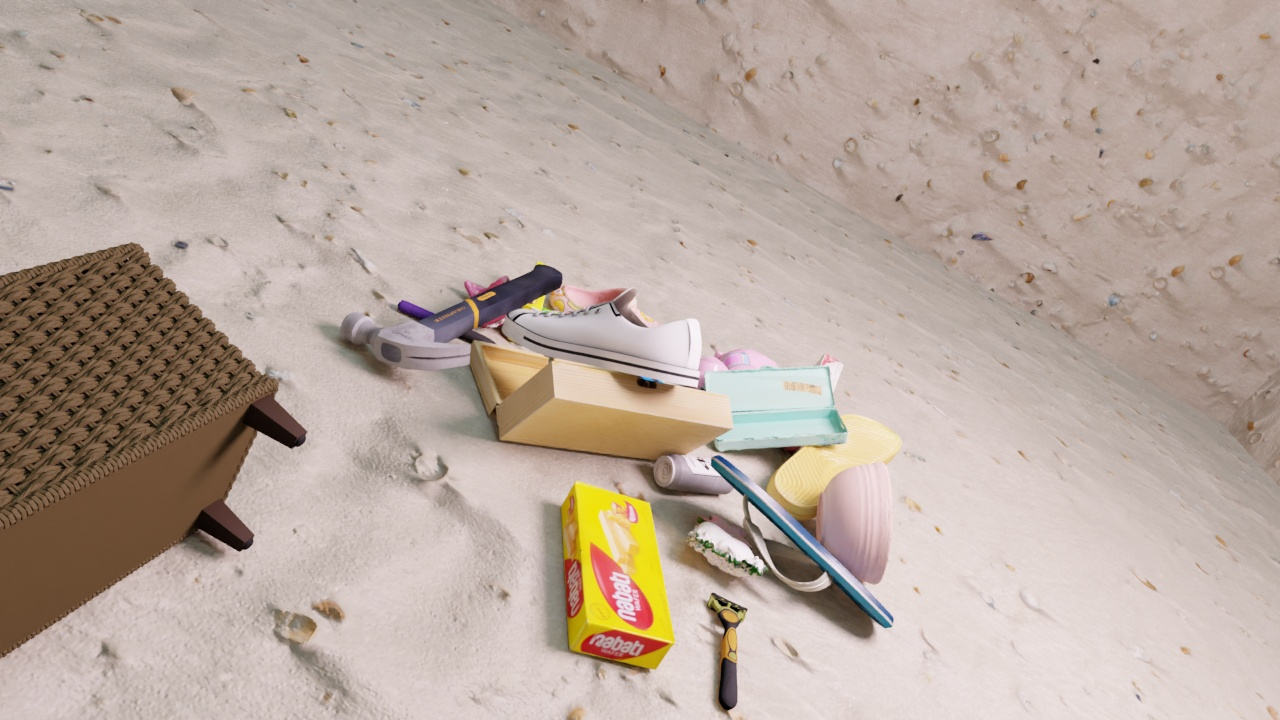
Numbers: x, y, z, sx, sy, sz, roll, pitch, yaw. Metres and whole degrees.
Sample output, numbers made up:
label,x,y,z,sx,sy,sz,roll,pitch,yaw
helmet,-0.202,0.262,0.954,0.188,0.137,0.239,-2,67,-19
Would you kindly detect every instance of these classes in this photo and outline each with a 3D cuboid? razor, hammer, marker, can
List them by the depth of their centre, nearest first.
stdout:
label,x,y,z,sx,sy,sz,roll,pitch,yaw
razor,0.088,0.291,0.921,0.044,0.021,0.143,27,28,-9
hammer,-0.202,-0.065,1.126,0.139,0.035,0.311,22,31,22
can,0.070,0.141,1.137,0.106,0.044,0.044,11,32,-36
marker,-0.244,-0.044,1.162,0.134,0.015,0.018,25,-1,-14

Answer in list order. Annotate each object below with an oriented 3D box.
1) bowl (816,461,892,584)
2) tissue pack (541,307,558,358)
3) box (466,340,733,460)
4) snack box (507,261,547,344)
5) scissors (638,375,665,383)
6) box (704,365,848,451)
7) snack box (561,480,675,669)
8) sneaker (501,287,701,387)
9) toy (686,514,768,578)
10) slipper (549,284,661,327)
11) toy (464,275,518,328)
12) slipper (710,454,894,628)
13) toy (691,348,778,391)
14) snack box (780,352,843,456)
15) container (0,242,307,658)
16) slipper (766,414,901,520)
label,x,y,z,sx,sy,sz,roll,pitch,yaw
bowl,0.262,0.200,1.149,0.076,0.153,0.152,5,27,4
tissue pack,-0.086,-0.026,1.269,0.099,0.034,0.114,13,26,-34
box,-0.057,0.053,1.108,0.247,0.119,0.253,13,6,-34
snack box,-0.152,-0.081,1.273,0.025,0.061,0.148,24,26,-12
scissors,0.031,0.039,1.313,0.125,0.013,0.126,35,22,4
box,0.188,0.069,1.299,0.187,0.055,0.138,-1,45,-4
snack box,-0.027,0.208,0.915,0.092,0.042,0.200,20,27,-19
sneaker,-0.042,-0.041,1.046,0.246,0.097,0.091,13,1,25
toy,0.096,0.211,1.049,0.095,0.041,0.108,31,13,-1
slipper,-0.036,-0.075,1.367,0.197,0.082,0.093,26,25,-6
toy,-0.197,-0.071,1.235,0.065,0.050,0.102,-16,44,-8
slipper,0.175,0.222,1.071,0.295,0.060,0.118,44,0,-7
toy,0.141,0.024,1.399,0.157,0.067,0.123,18,27,-17
snack box,0.268,0.063,1.457,0.044,0.077,0.272,38,27,3
container,-0.399,0.081,0.597,0.205,0.177,0.320,37,26,4
slipper,0.265,0.156,1.292,0.099,0.079,0.262,40,44,24
